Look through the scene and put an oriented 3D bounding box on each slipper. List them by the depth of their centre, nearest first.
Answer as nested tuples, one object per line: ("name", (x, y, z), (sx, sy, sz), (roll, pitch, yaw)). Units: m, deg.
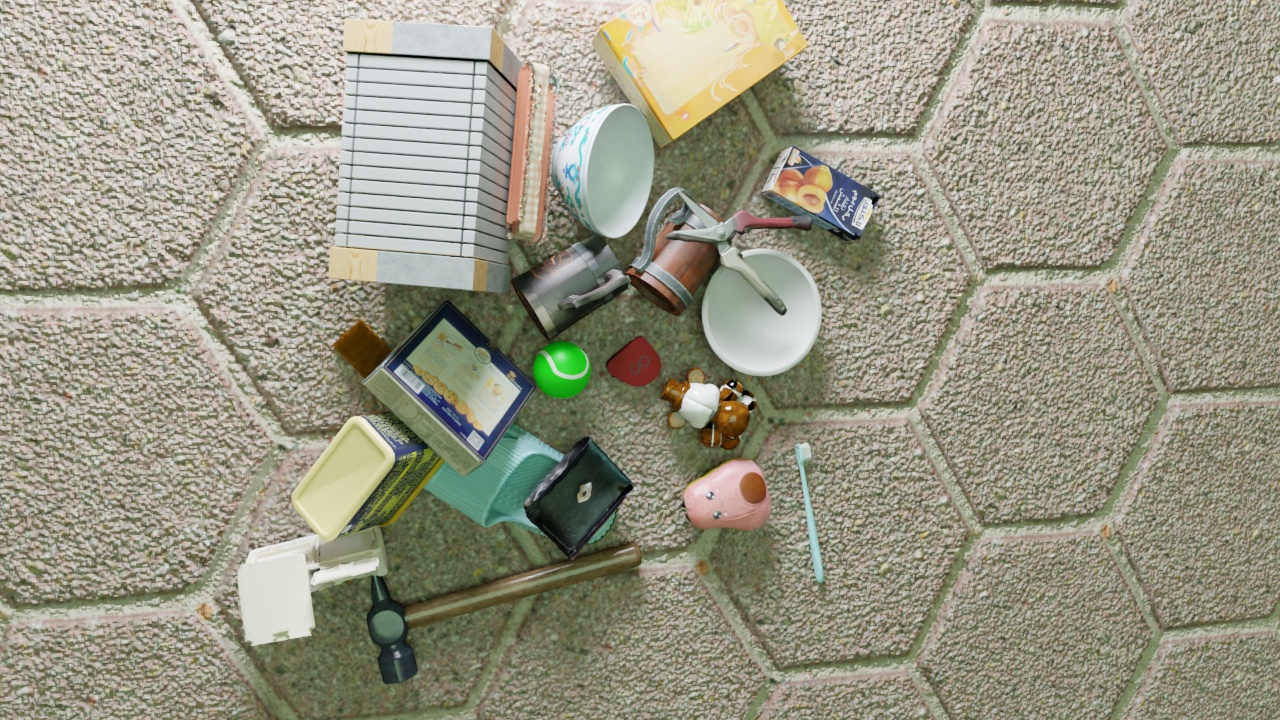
("slipper", (-0.148, 0.133, 1.039), (0.276, 0.069, 0.116), (28, 85, -14))

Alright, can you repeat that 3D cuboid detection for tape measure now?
("tape measure", (-0.006, 0.006, 1.082), (0.059, 0.019, 0.051), (-38, 103, 0))

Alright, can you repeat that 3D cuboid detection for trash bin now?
("trash bin", (-0.212, -0.199, 0.938), (0.142, 0.142, 0.247), (5, 94, 6))

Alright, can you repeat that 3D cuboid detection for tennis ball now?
("tennis ball", (-0.089, 0.011, 1.041), (0.065, 0.065, 0.065), (-1, 95, -12))

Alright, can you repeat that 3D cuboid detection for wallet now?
("wallet", (-0.070, 0.154, 1.033), (0.114, 0.026, 0.089), (-47, 116, -15))

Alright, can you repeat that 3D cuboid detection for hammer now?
("hammer", (-0.153, 0.265, 1.066), (0.321, 0.040, 0.129), (-13, 93, -12))

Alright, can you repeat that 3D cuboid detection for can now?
("can", (-0.282, 0.117, 0.963), (0.075, 0.104, 0.135), (44, 105, 13))

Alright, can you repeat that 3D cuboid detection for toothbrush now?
("toothbrush", (0.214, 0.191, 1.147), (0.016, 0.016, 0.180), (-11, 96, -20))

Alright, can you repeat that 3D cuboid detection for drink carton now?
("drink carton", (0.218, -0.199, 1.102), (0.130, 0.040, 0.064), (26, 90, -13))

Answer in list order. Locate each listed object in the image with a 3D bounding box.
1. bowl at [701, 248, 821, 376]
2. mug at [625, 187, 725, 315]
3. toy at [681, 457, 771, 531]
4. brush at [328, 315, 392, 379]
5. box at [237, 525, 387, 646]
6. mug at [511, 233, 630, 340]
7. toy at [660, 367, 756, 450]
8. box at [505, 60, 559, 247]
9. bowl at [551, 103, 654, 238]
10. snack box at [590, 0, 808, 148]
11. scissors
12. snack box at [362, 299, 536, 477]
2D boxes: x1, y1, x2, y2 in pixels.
("bowl", (0.139, -0.057, 1.095), (0.149, 0.043, 0.149), (-1, 92, -14))
("mug", (0.039, -0.127, 1.040), (0.111, 0.081, 0.117), (-53, 138, -7))
("toy", (0.102, 0.167, 1.102), (0.110, 0.051, 0.090), (-18, 97, -9))
("brush", (-0.282, 0.013, 1.011), (0.048, 0.017, 0.126), (-44, 89, -5))
("box", (-0.336, 0.207, 0.942), (0.143, 0.180, 0.080), (-13, 104, -17))
("mug", (-0.072, -0.078, 1.013), (0.107, 0.116, 0.080), (-33, 117, -9))
("toy", (0.079, 0.055, 1.086), (0.112, 0.067, 0.087), (24, 89, -4))
("box", (-0.110, -0.214, 0.962), (0.067, 0.057, 0.187), (2, 93, -51))
("bowl", (-0.052, -0.212, 1.014), (0.074, 0.143, 0.144), (14, 92, 27))
("snack box", (0.064, -0.356, 1.034), (0.195, 0.081, 0.145), (-36, 101, -8))
("scissors", (0.122, -0.126, 1.039), (0.198, 0.015, 0.179), (-25, 108, -24))
("snack box", (-0.199, 0.027, 0.984), (0.144, 0.144, 0.043), (46, 125, -12))
